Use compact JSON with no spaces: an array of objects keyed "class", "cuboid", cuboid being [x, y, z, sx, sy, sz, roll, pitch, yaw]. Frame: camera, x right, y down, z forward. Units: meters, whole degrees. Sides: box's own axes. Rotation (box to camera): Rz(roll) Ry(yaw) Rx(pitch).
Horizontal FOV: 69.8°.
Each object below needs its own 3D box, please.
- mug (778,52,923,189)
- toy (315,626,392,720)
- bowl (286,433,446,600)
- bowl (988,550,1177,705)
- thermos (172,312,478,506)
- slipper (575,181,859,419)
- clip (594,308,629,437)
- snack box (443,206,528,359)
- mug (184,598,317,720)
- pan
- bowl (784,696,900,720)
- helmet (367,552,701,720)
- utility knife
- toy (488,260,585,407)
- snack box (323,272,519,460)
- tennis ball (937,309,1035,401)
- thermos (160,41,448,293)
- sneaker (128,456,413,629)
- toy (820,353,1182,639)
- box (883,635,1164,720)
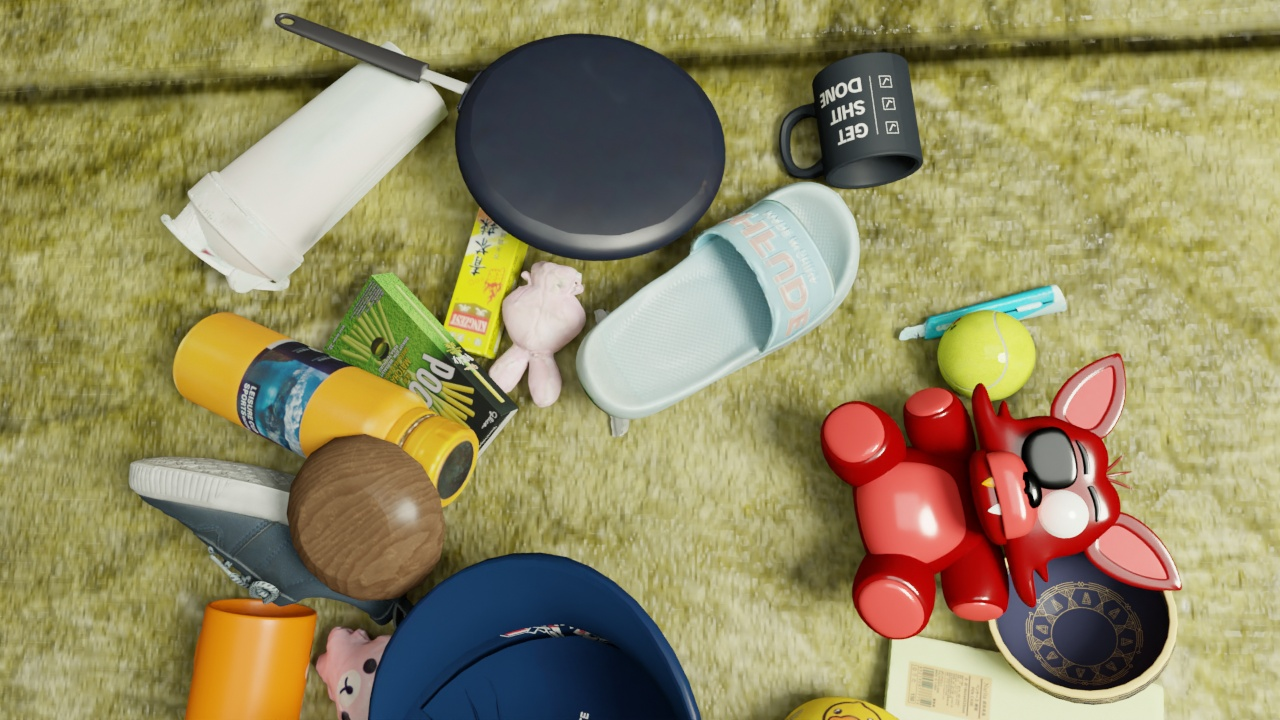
[{"class":"mug","cuboid":[0.155,-0.174,0.694,0.105,0.071,0.077,-11,79,31]},{"class":"toy","cuboid":[-0.200,0.235,0.675,0.096,0.052,0.099,29,98,21]},{"class":"bowl","cuboid":[-0.190,0.109,0.611,0.118,0.030,0.118,2,99,15]},{"class":"bowl","cuboid":[0.297,0.179,0.619,0.113,0.061,0.112,-16,50,20]},{"class":"thermos","cuboid":[-0.231,0.043,0.679,0.233,0.076,0.092,21,124,19]},{"class":"slipper","cuboid":[0.064,-0.045,0.658,0.245,0.074,0.104,-34,82,-15]},{"class":"clip","cuboid":[-0.005,0.004,0.699,0.054,0.040,0.101,-12,81,17]},{"class":"snack box","cuboid":[-0.116,-0.076,0.723,0.040,0.029,0.148,14,84,8]},{"class":"mug","cuboid":[-0.299,0.229,0.681,0.113,0.077,0.096,2,81,35]},{"class":"pan","cuboid":[-0.108,-0.192,0.676,0.356,0.021,0.198,22,65,3]},{"class":"bowl","cuboid":[0.132,0.290,0.600,0.117,0.067,0.117,5,101,28]},{"class":"helmet","cuboid":[-0.060,0.255,0.570,0.233,0.222,0.272,-1,91,20]},{"class":"utility knife","cuboid":[0.254,-0.032,0.684,0.124,0.015,0.022,-16,110,5]},{"class":"toy","cuboid":[-0.078,-0.021,0.703,0.063,0.047,0.110,19,91,12]},{"class":"snack box","cuboid":[-0.169,0.013,0.701,0.147,0.025,0.080,46,115,10]},{"class":"tennis ball","cuboid":[0.246,-0.003,0.654,0.065,0.065,0.065,-1,81,6]},{"class":"thermos","cuboid":[-0.253,-0.148,0.720,0.220,0.099,0.099,-42,80,-5]},{"class":"sneaker","cuboid":[-0.271,0.135,0.684,0.235,0.089,0.087,18,88,4]},{"class":"toy","cuboid":[0.229,0.089,0.603,0.197,0.120,0.158,-13,77,16]},{"class":"box","cuboid":[0.257,0.270,0.627,0.188,0.047,0.140,11,81,8]}]
